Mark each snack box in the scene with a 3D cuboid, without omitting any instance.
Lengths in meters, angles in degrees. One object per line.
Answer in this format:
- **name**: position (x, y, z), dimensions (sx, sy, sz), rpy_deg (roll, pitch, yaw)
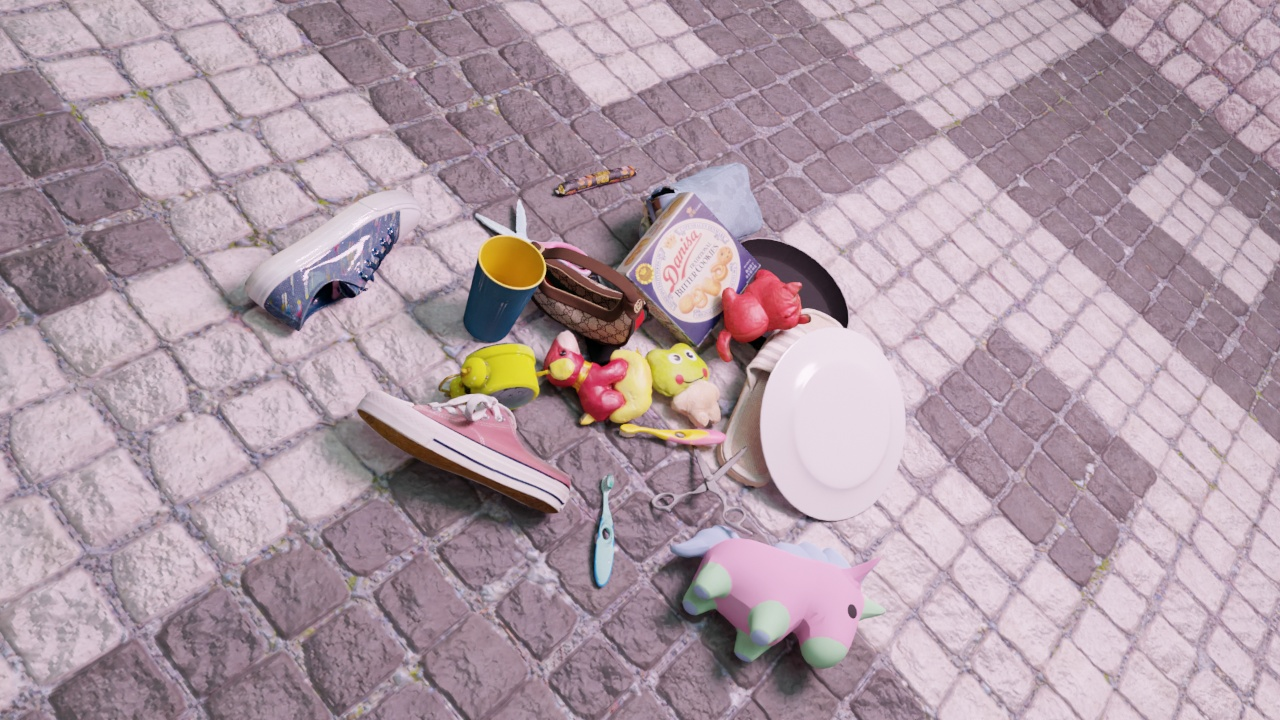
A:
- **snack box**: position (0.062, -0.116, 1.190), dimensions (0.145, 0.043, 0.144), rpy_deg (43, 77, -24)

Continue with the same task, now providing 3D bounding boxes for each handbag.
- **handbag**: position (-0.071, -0.088, 1.096), dimensions (0.166, 0.138, 0.063), rpy_deg (27, 64, 17)
- **handbag**: position (0.075, -0.203, 1.285), dimensions (0.191, 0.119, 0.122), rpy_deg (-35, 111, -39)

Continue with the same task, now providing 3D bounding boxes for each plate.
- **plate**: position (0.250, 0.079, 1.147), dimensions (0.242, 0.016, 0.242), rpy_deg (1, 88, -31)

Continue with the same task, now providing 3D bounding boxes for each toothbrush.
- **toothbrush**: position (-0.039, 0.184, 1.011), dimensions (0.022, 0.017, 0.135), rpy_deg (17, 50, -19)
- **toothbrush**: position (0.039, 0.090, 1.110), dimensions (0.135, 0.016, 0.021), rpy_deg (6, 49, -15)

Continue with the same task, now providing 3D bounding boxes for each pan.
- **pan**: position (0.239, -0.026, 1.283), dimensions (0.203, 0.044, 0.355), rpy_deg (-18, 66, -35)

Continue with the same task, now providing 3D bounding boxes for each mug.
- **mug**: position (-0.165, -0.078, 1.071), dimensions (0.078, 0.122, 0.078), rpy_deg (13, 52, -18)

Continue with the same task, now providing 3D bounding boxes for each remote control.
- **remote control**: position (-0.061, -0.059, 1.175), dimensions (0.041, 0.020, 0.151), rpy_deg (-8, 59, -16)

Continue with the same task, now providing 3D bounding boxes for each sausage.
- **sausage**: position (-0.062, -0.261, 1.323), dimensions (0.155, 0.020, 0.020), rpy_deg (-23, 69, -37)

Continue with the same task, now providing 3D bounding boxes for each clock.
- **clock**: position (-0.168, 0.020, 1.026), dimensions (0.119, 0.083, 0.057), rpy_deg (-2, 64, -30)

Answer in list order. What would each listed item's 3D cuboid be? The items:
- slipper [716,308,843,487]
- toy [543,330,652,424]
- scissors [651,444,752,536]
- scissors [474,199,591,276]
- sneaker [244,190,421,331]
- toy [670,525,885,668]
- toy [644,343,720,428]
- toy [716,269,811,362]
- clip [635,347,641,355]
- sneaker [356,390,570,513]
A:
- **slipper**: position (0.185, 0.040, 1.174), dimensions (0.114, 0.054, 0.272), rpy_deg (31, 64, 7)
- **toy**: position (-0.051, 0.027, 1.091), dimensions (0.137, 0.067, 0.105), rpy_deg (22, 74, -7)
- **scissors**: position (0.085, 0.150, 1.060), dimensions (0.141, 0.014, 0.175), rpy_deg (-23, 36, -16)
- **scissors**: position (-0.152, -0.137, 1.186), dimensions (0.170, 0.014, 0.168), rpy_deg (31, 55, 4)
- **sneaker**: position (-0.329, -0.116, 1.047), dimensions (0.079, 0.088, 0.234), rpy_deg (46, 53, 3)
- **toy**: position (0.148, 0.244, 1.005), dimensions (0.222, 0.120, 0.170), rpy_deg (39, 50, 14)
- **toy**: position (0.059, 0.032, 1.152), dimensions (0.092, 0.043, 0.117), rpy_deg (-14, 67, -44)
- **toy**: position (0.150, -0.054, 1.170), dimensions (0.132, 0.094, 0.088), rpy_deg (-44, 125, -15)
- **clip**: position (-0.009, 0.008, 1.143), dimensions (0.045, 0.048, 0.054), rpy_deg (-25, 108, -20)
- **sneaker**: position (-0.175, 0.077, 0.969), dimensions (0.241, 0.118, 0.087), rpy_deg (27, 69, -13)
